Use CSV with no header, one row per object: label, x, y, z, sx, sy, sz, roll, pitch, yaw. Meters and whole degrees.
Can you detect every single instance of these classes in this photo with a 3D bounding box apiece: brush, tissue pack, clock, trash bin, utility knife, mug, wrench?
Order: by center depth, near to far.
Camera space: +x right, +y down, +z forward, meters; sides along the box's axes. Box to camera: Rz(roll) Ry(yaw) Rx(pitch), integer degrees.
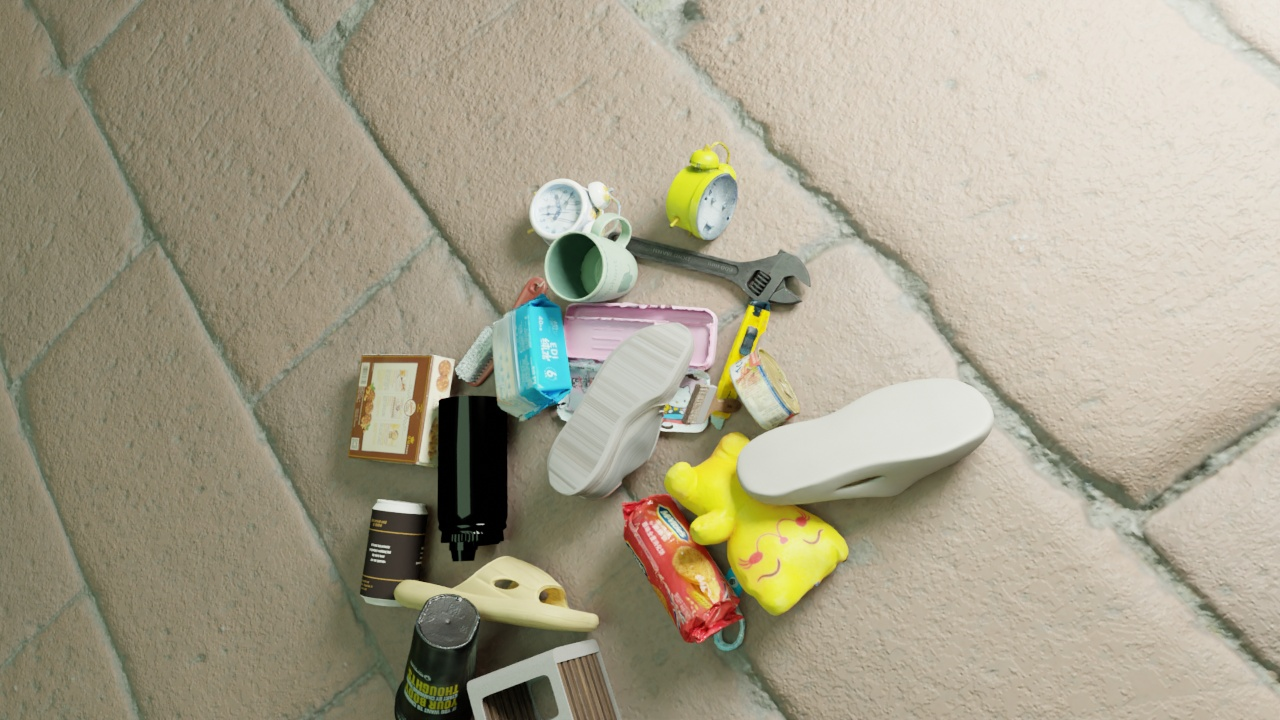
brush,0.084,0.048,1.008,0.008,0.143,0.045,25,99,26
trash bin,-0.087,0.447,1.023,0.115,0.114,0.228,-25,72,17
utility knife,0.114,0.005,1.063,0.030,0.017,0.159,19,99,-10
clock,0.079,-0.201,1.090,0.057,0.083,0.119,27,94,31
mug,-0.048,-0.124,1.108,0.084,0.103,0.111,30,105,25
wrench,0.076,-0.118,1.109,0.273,0.018,0.073,17,96,26
tissue pack,-0.134,0.000,1.131,0.093,0.061,0.144,-23,68,45
clock,-0.083,-0.186,1.173,0.125,0.052,0.088,4,81,21
brush,-0.183,-0.040,1.199,0.041,0.030,0.172,40,96,24

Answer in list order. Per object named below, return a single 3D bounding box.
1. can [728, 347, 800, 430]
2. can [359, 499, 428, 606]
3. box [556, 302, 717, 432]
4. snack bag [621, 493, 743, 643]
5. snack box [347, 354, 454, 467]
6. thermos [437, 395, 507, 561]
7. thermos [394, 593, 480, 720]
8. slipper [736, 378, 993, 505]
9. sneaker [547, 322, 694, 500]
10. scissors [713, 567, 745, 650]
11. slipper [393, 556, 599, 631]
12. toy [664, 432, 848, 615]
can,0.138,0.032,1.020,0.043,0.086,0.086,-32,70,16
can,-0.316,0.247,1.180,0.072,0.072,0.128,3,81,23
box,-0.007,0.007,1.115,0.201,0.037,0.152,4,91,24
snack bag,0.043,0.230,1.023,0.082,0.082,0.176,-40,61,11
snack box,-0.319,0.065,1.215,0.147,0.041,0.143,0,80,36
thermos,-0.209,0.148,1.145,0.086,0.086,0.198,-6,78,22
thermos,-0.234,0.362,1.066,0.098,0.097,0.221,37,134,24
slipper,0.236,0.103,0.969,0.266,0.081,0.112,-19,38,2
sneaker,-0.009,0.065,1.068,0.099,0.089,0.236,37,89,34
scissors,0.094,0.250,1.040,0.118,0.013,0.140,20,88,29
slipper,-0.174,0.272,1.095,0.262,0.111,0.079,1,73,21
toy,0.115,0.180,0.995,0.134,0.088,0.194,-32,64,-30
